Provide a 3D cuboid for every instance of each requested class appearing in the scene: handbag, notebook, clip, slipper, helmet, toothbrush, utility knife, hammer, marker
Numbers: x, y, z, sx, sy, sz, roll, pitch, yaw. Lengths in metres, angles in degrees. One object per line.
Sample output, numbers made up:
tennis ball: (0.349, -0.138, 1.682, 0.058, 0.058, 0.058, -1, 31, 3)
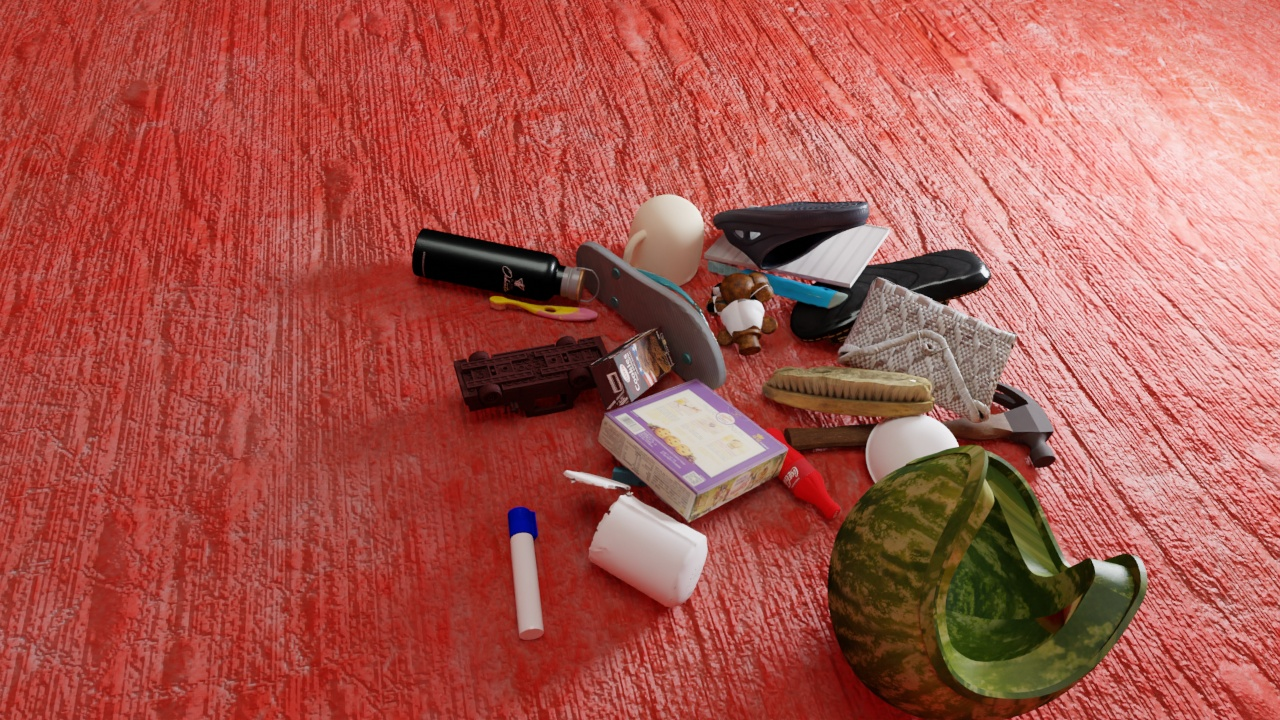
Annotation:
handbag: (0.339, -0.014, 1.084, 0.186, 0.047, 0.124, 25, 67, 11)
notebook: (0.212, -0.159, 1.247, 0.210, 0.009, 0.142, 15, 45, 29)
clip: (0.030, 0.131, 0.980, 0.127, 0.028, 0.113, 11, 49, 1)
slipper: (0.020, -0.070, 1.115, 0.054, 0.098, 0.269, -30, 57, -30)
helmet: (0.279, 0.196, 0.812, 0.213, 0.247, 0.243, 33, 90, -1)
slipper: (0.321, -0.073, 1.186, 0.268, 0.076, 0.113, -17, 42, -4)
toothbrush: (-0.121, -0.063, 1.146, 0.135, 0.016, 0.021, 8, 45, -4)
utility knife: (0.171, -0.101, 1.194, 0.206, 0.015, 0.031, 22, 64, 31)
hammer: (0.324, 0.081, 1.068, 0.322, 0.033, 0.115, -3, 50, -11)
marker: (-0.111, 0.204, 0.891, 0.027, 0.023, 0.133, 13, 42, -27)
slipper: (0.193, -0.161, 1.176, 0.110, 0.083, 0.268, -13, 12, -24)

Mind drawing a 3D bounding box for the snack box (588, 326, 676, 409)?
snack box: (-0.006, 0.006, 1.029, 0.032, 0.051, 0.140, -18, 8, 26)

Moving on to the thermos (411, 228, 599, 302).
thermos: (-0.165, -0.114, 1.152, 0.231, 0.061, 0.061, 12, 47, 2)

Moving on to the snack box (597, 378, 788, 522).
snack box: (0.056, 0.089, 0.975, 0.147, 0.041, 0.143, -19, 45, -40)

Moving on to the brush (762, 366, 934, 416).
brush: (0.237, 0.034, 1.055, 0.196, 0.043, 0.059, 5, 17, 22)

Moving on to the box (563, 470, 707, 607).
box: (-0.013, 0.166, 0.901, 0.166, 0.092, 0.083, 25, 9, 16)

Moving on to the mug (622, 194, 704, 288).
mug: (0.025, -0.158, 1.196, 0.120, 0.100, 0.096, -28, 57, -30)

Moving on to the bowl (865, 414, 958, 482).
bowl: (0.308, 0.103, 1.010, 0.110, 0.041, 0.109, 2, 70, -5)

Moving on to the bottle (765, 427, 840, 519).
bottle: (0.172, 0.124, 0.999, 0.036, 0.036, 0.119, -24, 55, -28)

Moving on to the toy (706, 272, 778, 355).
toy: (0.128, -0.060, 1.150, 0.087, 0.067, 0.112, -16, 67, 15)

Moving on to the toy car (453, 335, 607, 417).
toy car: (-0.120, 0.021, 1.033, 0.169, 0.062, 0.070, -10, 50, -18)
